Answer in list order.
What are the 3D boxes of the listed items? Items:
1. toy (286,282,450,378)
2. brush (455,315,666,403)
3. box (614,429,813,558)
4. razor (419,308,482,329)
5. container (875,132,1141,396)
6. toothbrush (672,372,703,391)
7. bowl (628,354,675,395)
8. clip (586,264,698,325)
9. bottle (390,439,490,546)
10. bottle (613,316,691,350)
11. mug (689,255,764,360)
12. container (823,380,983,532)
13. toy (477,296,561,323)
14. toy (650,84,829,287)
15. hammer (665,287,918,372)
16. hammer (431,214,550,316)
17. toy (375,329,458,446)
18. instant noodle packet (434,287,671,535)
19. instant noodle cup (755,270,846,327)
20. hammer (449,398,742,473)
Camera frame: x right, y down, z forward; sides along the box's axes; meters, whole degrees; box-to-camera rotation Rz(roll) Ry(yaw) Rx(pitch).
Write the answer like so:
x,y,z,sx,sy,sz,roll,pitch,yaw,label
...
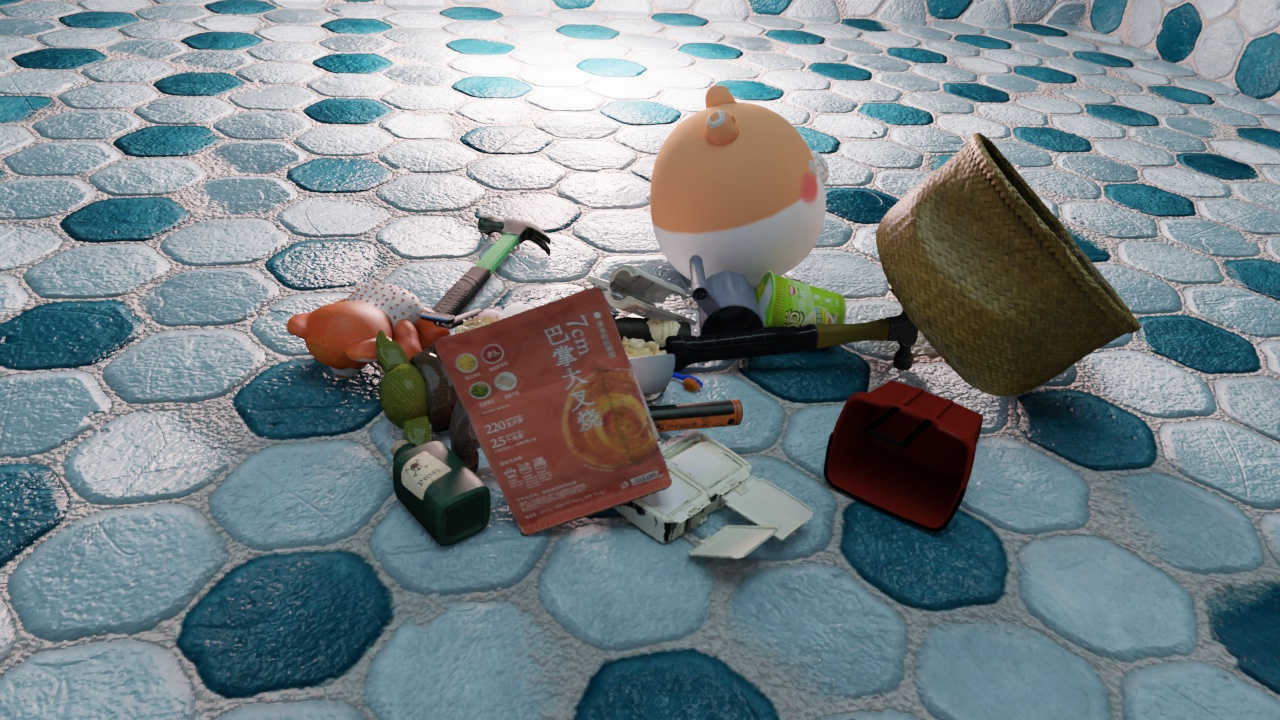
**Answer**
x,y,z,sx,sy,sz,roll,pitch,yaw,label
-0.337,-0.035,1.125,0.164,0.093,0.172,18,23,14,toy
-0.098,-0.001,1.126,0.271,0.057,0.083,11,37,9,brush
0.072,0.140,0.946,0.184,0.050,0.143,29,40,33,box
-0.234,-0.053,1.178,0.043,0.022,0.144,11,8,11,razor
0.447,-0.106,1.154,0.307,0.197,0.306,36,32,-27,container
-0.007,0.007,1.165,0.183,0.016,0.018,17,40,17,toothbrush
-0.011,0.021,1.015,0.106,0.039,0.106,-10,-4,-1,bowl
-0.004,-0.096,1.233,0.152,0.096,0.126,26,4,37,clip
-0.210,0.122,0.921,0.061,0.061,0.131,-21,42,-36,bottle
-0.029,-0.036,1.189,0.184,0.045,0.045,5,33,-6,bottle
0.106,-0.075,1.218,0.084,0.124,0.103,-34,26,19,mug
0.271,0.101,0.962,0.148,0.127,0.200,23,28,26,container
-0.154,-0.051,1.213,0.122,0.038,0.079,1,46,-7,toy
0.141,-0.247,1.336,0.266,0.281,0.262,-11,32,11,toy
0.197,-0.028,1.177,0.333,0.118,0.025,-6,32,-7,hammer
-0.229,-0.129,1.326,0.130,0.032,0.317,13,35,10,hammer
-0.217,0.032,1.038,0.152,0.078,0.179,-15,61,-21,toy
-0.080,0.046,0.876,0.164,0.221,0.083,-18,35,4,instant noodle packet
0.215,-0.064,1.242,0.108,0.099,0.098,9,33,-8,instant noodle cup
-0.042,0.058,0.970,0.314,0.138,0.035,-4,49,-14,hammer
